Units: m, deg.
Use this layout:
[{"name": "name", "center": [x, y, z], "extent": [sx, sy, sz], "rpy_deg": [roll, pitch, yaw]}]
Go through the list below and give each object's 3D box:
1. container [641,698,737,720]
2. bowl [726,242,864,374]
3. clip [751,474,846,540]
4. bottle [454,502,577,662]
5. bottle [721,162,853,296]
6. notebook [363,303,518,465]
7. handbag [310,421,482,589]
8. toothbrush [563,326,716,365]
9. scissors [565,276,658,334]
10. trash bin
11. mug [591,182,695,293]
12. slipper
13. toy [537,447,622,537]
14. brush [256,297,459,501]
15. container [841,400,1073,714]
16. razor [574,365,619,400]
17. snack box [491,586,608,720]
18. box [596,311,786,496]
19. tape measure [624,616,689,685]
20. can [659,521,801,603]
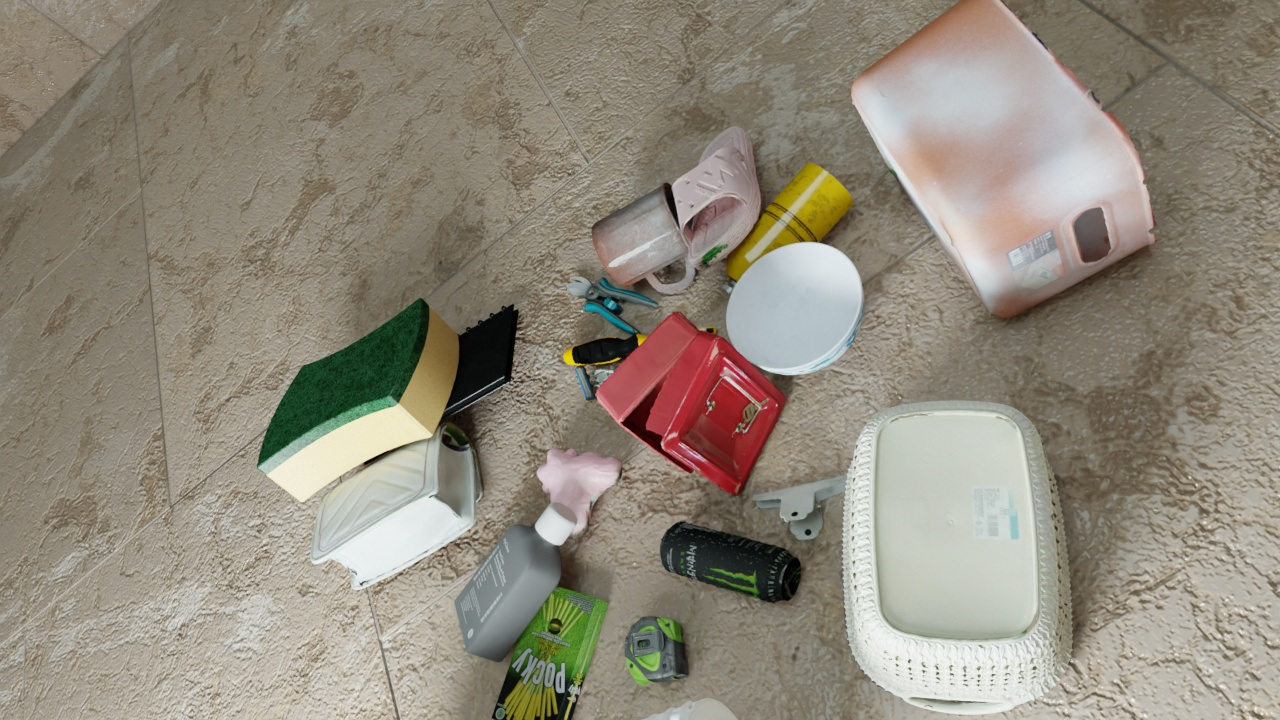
[{"name": "container", "center": [0.001, 0.398, 0.755], "extent": [0.187, 0.189, 0.189], "rpy_deg": [-26, 55, 18]}, {"name": "bowl", "center": [0.170, -0.041, 0.950], "extent": [0.144, 0.074, 0.143], "rpy_deg": [-15, 59, 26]}, {"name": "clip", "center": [0.158, 0.146, 0.897], "extent": [0.102, 0.040, 0.054], "rpy_deg": [-18, 38, 25]}, {"name": "bottle", "center": [-0.130, 0.229, 0.985], "extent": [0.174, 0.046, 0.083], "rpy_deg": [-54, 32, 11]}, {"name": "bottle", "center": [0.153, -0.134, 1.012], "extent": [0.164, 0.071, 0.071], "rpy_deg": [-48, 50, 2]}, {"name": "notebook", "center": [-0.258, 0.026, 1.188], "extent": [0.232, 0.019, 0.168], "rpy_deg": [-29, 33, 17]}, {"name": "handbag", "center": [-0.296, 0.176, 1.124], "extent": [0.199, 0.096, 0.141], "rpy_deg": [-30, 37, 17]}, {"name": "toothbrush", "center": [-0.004, -0.019, 1.081], "extent": [0.197, 0.030, 0.031], "rpy_deg": [-10, 86, 23]}, {"name": "scissors", "center": [-0.039, -0.070, 1.135], "extent": [0.130, 0.019, 0.150], "rpy_deg": [-21, 57, 21]}, {"name": "trash bin", "center": [0.328, -0.190, 0.862], "extent": [0.158, 0.181, 0.259], "rpy_deg": [-32, 54, 17]}, {"name": "mug", "center": [0.014, -0.134, 1.100], "extent": [0.110, 0.096, 0.123], "rpy_deg": [-26, 84, 25]}, {"name": "slipper", "center": [0.084, -0.204, 1.053], "extent": [0.094, 0.064, 0.238], "rpy_deg": [-32, 33, 33]}, {"name": "toy", "center": [-0.076, 0.136, 1.027], "extent": [0.096, 0.052, 0.099], "rpy_deg": [33, 90, 32]}, {"name": "brush", "center": [-0.355, 0.049, 1.169], "extent": [0.251, 0.075, 0.194], "rpy_deg": [-26, 35, 20]}, {"name": "container", "center": [0.255, 0.150, 0.751], "extent": [0.185, 0.143, 0.251], "rpy_deg": [-2, 65, 16]}, {"name": "razor", "center": [-0.006, 0.006, 1.074], "extent": [0.144, 0.022, 0.042], "rpy_deg": [-19, 94, 19]}, {"name": "snack box", "center": [-0.095, 0.315, 0.964], "extent": [0.080, 0.025, 0.147], "rpy_deg": [7, 70, 35]}, {"name": "box", "center": [0.053, 0.041, 0.932], "extent": [0.117, 0.157, 0.135], "rpy_deg": [26, 80, 44]}, {"name": "tape measure", "center": [0.012, 0.285, 0.904], "extent": [0.059, 0.036, 0.065], "rpy_deg": [-24, 56, 21]}, {"name": "can", "center": [0.085, 0.195, 0.893], "extent": [0.138, 0.054, 0.054], "rpy_deg": [8, 71, 35]}]
